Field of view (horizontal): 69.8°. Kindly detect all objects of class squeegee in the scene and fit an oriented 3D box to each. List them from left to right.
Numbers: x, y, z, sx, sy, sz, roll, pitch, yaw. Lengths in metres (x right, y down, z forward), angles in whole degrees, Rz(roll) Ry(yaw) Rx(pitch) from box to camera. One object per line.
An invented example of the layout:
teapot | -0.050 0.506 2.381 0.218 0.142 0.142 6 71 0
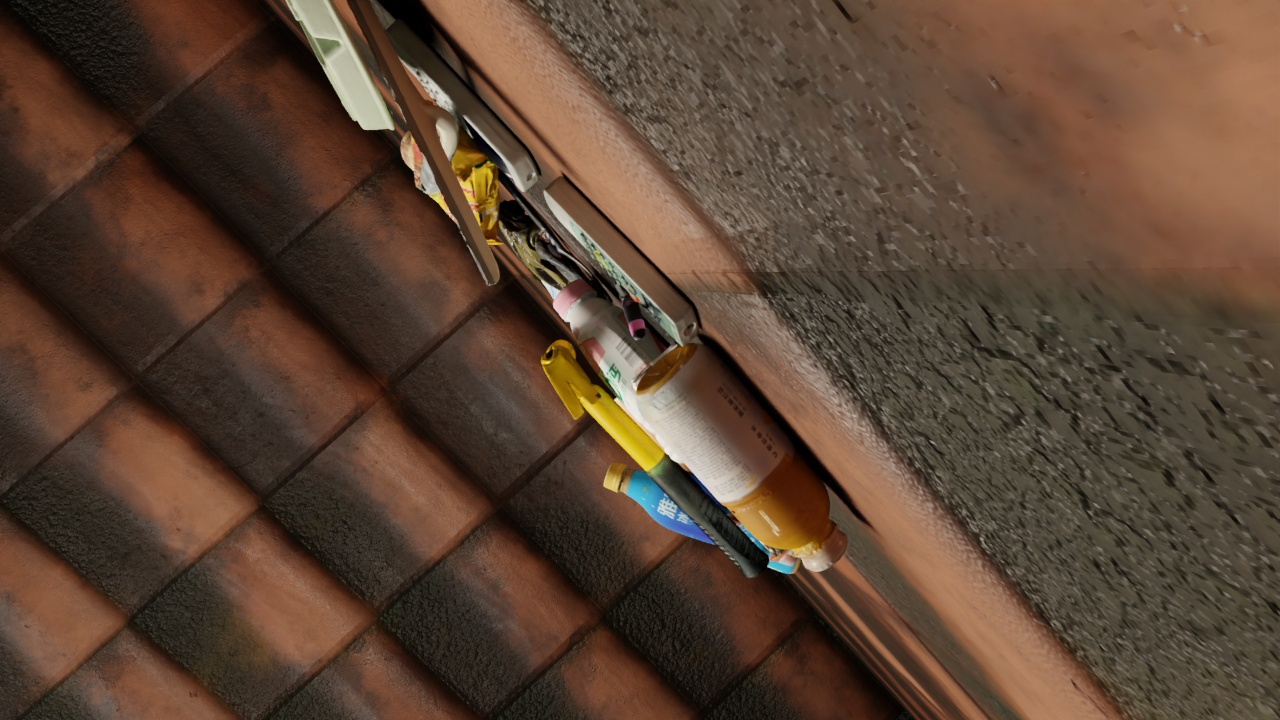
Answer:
squeegee | -0.154 -0.160 0.687 0.246 0.039 0.247 64 170 -3

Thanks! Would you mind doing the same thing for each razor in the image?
razor | -0.064 -0.082 0.954 0.143 0.022 0.042 47 -153 -45

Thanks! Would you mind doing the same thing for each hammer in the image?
hammer | 0.015 0.098 0.877 0.300 0.033 0.128 46 -176 -12

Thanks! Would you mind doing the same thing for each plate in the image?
plate | -0.227 -0.255 0.603 0.230 0.027 0.230 60 171 15

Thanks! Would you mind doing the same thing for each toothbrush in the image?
toothbrush | -0.093 -0.125 0.904 0.189 0.016 0.014 48 178 3
toothbrush | -0.008 -0.039 0.648 0.018 0.014 0.189 58 -176 -14

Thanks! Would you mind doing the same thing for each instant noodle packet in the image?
instant noodle packet | -0.180 -0.180 0.901 0.128 0.044 0.111 44 151 29

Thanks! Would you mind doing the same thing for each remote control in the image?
remote control | -0.132 -0.187 0.682 0.150 0.021 0.058 48 176 9
remote control | -0.013 -0.066 0.610 0.135 0.019 0.056 46 176 16

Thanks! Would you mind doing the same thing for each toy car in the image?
toy car | -0.104 -0.112 0.977 0.070 0.042 0.158 45 178 42

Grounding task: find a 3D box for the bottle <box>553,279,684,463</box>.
bottle | -0.005 0.005 0.857 0.197 0.068 0.068 47 176 15

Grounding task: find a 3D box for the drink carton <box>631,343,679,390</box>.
drink carton | 0.051 0.047 0.777 0.122 0.053 0.045 48 180 -7

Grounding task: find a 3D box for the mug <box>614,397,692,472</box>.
mug | 0.029 0.084 1.038 0.122 0.078 0.078 55 178 14

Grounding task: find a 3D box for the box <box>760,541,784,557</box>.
box | 0.087 0.102 0.893 0.184 0.062 0.090 47 176 39

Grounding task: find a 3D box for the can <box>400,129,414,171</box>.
can | -0.229 -0.229 1.023 0.058 0.058 0.116 50 176 -31

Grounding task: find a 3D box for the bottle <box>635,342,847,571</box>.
bottle | 0.077 0.073 0.650 0.189 0.068 0.068 49 176 -13

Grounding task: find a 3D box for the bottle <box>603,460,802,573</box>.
bottle | 0.068 0.156 0.959 0.219 0.065 0.065 20 171 8

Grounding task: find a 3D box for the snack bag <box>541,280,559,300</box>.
snack bag | -0.096 -0.087 1.147 0.110 0.039 0.191 44 -179 -36
